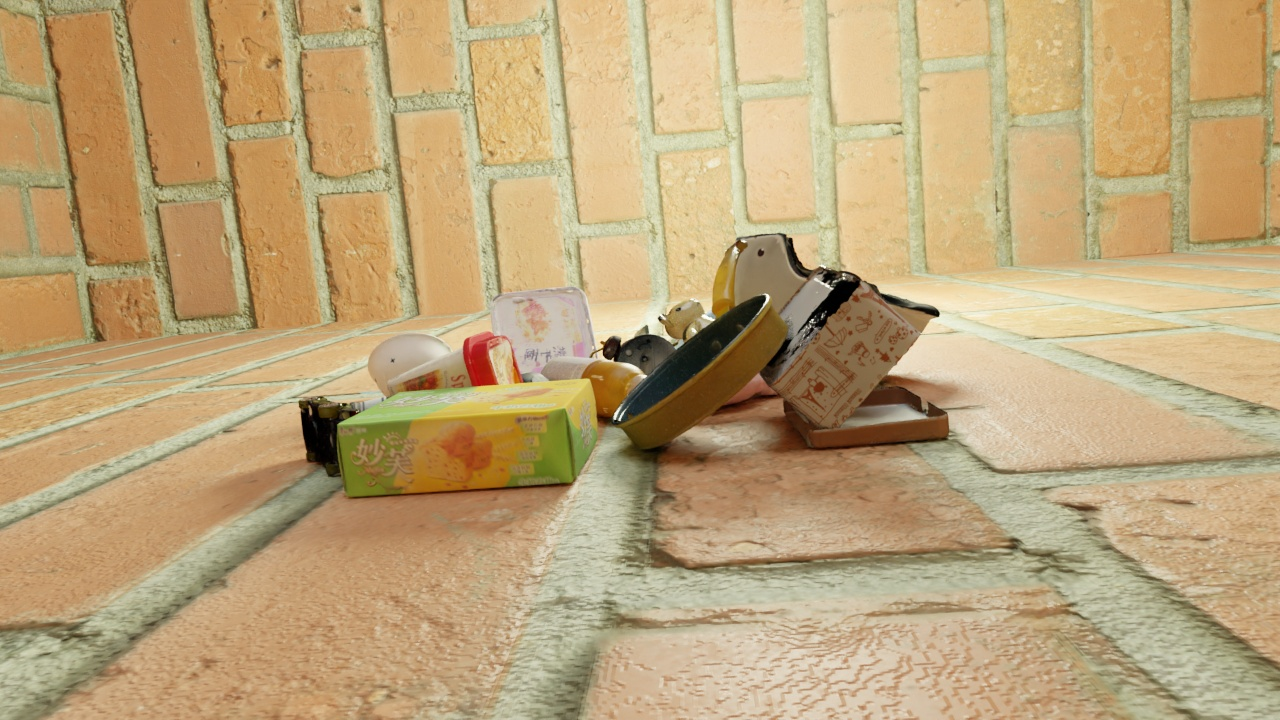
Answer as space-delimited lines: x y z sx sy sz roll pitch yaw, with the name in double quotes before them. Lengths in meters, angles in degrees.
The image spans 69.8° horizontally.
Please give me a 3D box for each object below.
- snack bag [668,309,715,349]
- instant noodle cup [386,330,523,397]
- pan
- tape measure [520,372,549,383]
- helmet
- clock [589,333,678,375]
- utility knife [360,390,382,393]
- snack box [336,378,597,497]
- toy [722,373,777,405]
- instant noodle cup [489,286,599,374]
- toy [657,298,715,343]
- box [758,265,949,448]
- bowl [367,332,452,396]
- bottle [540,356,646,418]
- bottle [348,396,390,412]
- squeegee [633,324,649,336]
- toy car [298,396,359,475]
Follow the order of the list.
"snack bag" 0.070 -0.032 1.350 0.191 0.039 0.110 -33 11 -1
"instant noodle cup" -0.202 0.037 1.017 0.124 0.116 0.116 -15 6 9
"pan" 0.076 -0.037 0.964 0.198 0.078 0.356 -34 9 34
"tape measure" -0.133 0.044 1.087 0.058 0.057 0.039 12 18 37
"helmet" 0.227 -0.057 1.190 0.274 0.157 0.229 26 12 2
"clock" -0.007 0.007 1.181 0.122 0.082 0.055 -3 3 -12
"utility knife" -0.311 0.041 1.358 0.216 0.022 0.031 2 7 0
"snack box" -0.154 0.069 0.865 0.210 0.070 0.157 -4 8 6
"toy" 0.098 0.027 1.097 0.159 0.054 0.121 -1 4 -39
"instant noodle cup" -0.132 -0.018 1.263 0.138 0.060 0.173 -6 52 -9
"toy" 0.097 -0.029 1.154 0.157 0.066 0.105 27 13 28
"box" 0.212 0.023 0.906 0.174 0.152 0.182 37 8 -8
"bowl" -0.308 0.026 1.245 0.118 0.118 0.064 -7 47 -11
"bottle" -0.047 0.032 1.070 0.067 0.068 0.190 -11 10 -37
"bottle" -0.272 0.059 1.120 0.194 0.044 0.080 -8 8 -16
"squeegee" -0.100 0.010 1.385 0.246 0.039 0.246 -10 -10 1
"toy car" -0.319 0.073 0.943 0.042 0.070 0.158 -9 9 -34
